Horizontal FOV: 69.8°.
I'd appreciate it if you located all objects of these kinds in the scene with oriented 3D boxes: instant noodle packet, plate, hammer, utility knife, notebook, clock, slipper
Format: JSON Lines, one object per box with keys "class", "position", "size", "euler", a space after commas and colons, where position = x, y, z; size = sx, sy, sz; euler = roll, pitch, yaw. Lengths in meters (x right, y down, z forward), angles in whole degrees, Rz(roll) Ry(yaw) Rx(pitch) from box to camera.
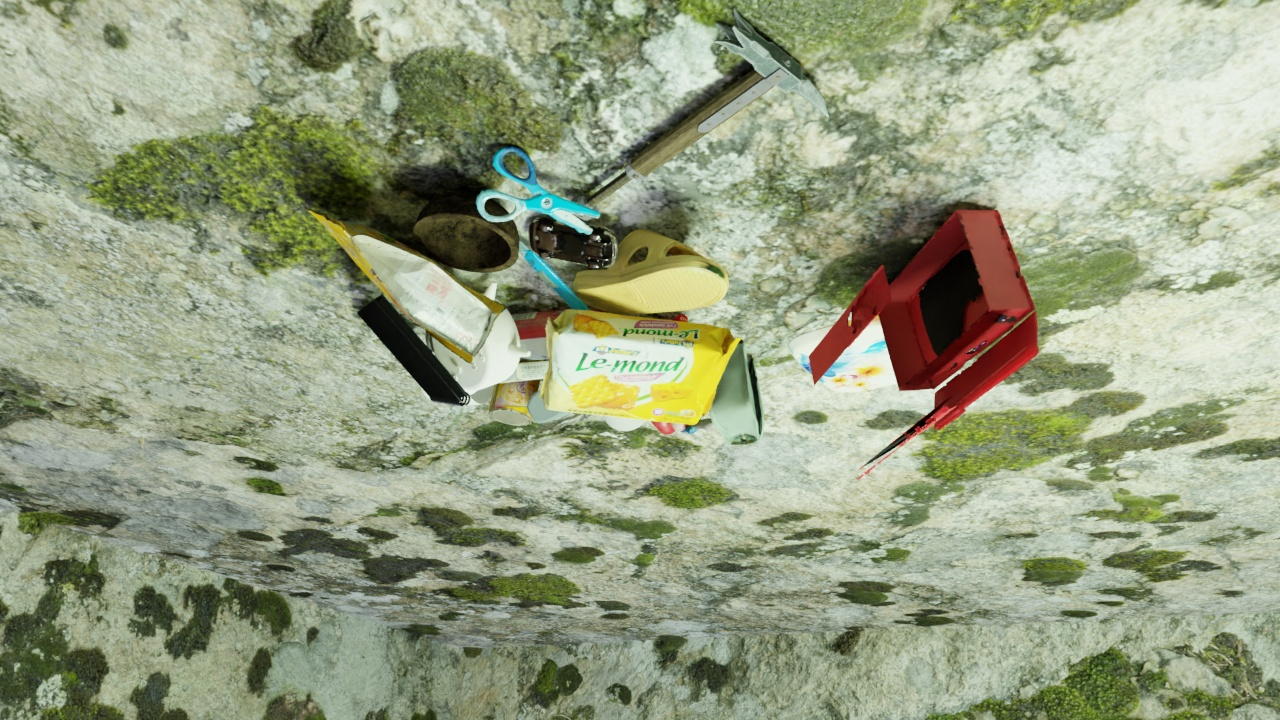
{"class": "instant noodle packet", "position": [-0.284, -0.106, 1.075], "size": [0.221, 0.084, 0.163], "euler": [40, 174, -36]}
{"class": "plate", "position": [0.321, -0.003, 1.303], "size": [0.187, 0.016, 0.187], "euler": [-16, 146, 34]}
{"class": "hammer", "position": [0.034, -0.217, 0.934], "size": [0.147, 0.028, 0.318], "euler": [26, 146, -33]}
{"class": "utility knife", "position": [-0.116, -0.105, 1.139], "size": [0.031, 0.015, 0.209], "euler": [-5, 137, 45]}
{"class": "notebook", "position": [-0.303, -0.009, 1.212], "size": [0.169, 0.019, 0.232], "euler": [52, 162, -13]}
{"class": "clock", "position": [-0.229, -0.022, 1.227], "size": [0.072, 0.125, 0.161], "euler": [-23, 175, -46]}
{"class": "slipper", "position": [0.013, -0.108, 1.099], "size": [0.099, 0.078, 0.264], "euler": [27, 162, -33]}

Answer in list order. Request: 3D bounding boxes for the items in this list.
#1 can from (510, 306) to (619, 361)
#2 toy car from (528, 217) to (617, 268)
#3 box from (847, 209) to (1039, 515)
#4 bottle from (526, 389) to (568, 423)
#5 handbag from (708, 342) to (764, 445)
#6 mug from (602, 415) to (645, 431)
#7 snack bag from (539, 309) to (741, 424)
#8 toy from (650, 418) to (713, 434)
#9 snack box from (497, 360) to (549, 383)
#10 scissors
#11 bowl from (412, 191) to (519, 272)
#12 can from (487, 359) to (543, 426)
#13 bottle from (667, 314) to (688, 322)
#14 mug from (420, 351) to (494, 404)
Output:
{"class": "can", "position": [-0.113, -0.037, 1.257], "size": [0.170, 0.067, 0.067], "euler": [-5, 151, 17]}
{"class": "toy car", "position": [-0.079, -0.140, 1.077], "size": [0.113, 0.040, 0.048], "euler": [13, 120, 16]}
{"class": "box", "position": [0.339, 0.010, 1.015], "size": [0.124, 0.314, 0.211], "euler": [20, 152, -4]}
{"class": "bottle", "position": [-0.118, 0.057, 1.368], "size": [0.072, 0.046, 0.161], "euler": [-35, 177, 6]}
{"class": "handbag", "position": [0.137, 0.045, 1.310], "size": [0.067, 0.121, 0.106], "euler": [-13, 145, 13]}
{"class": "mug", "position": [-0.044, 0.046, 1.406], "size": [0.112, 0.078, 0.097], "euler": [25, 160, 24]}
{"class": "snack bag", "position": [-0.007, 0.007, 1.192], "size": [0.247, 0.068, 0.160], "euler": [6, 138, -9]}
{"class": "toy", "position": [0.056, 0.050, 1.332], "size": [0.096, 0.124, 0.132], "euler": [21, 145, -37]}
{"class": "snack box", "position": [-0.135, 0.014, 1.319], "size": [0.149, 0.026, 0.082], "euler": [-5, 178, -40]}
{"class": "scissors", "position": [-0.102, -0.182, 0.992], "size": [0.141, 0.090, 0.014], "euler": [12, -164, -12]}
{"class": "bowl", "position": [-0.195, -0.156, 1.054], "size": [0.121, 0.056, 0.121], "euler": [7, 155, 3]}
{"class": "can", "position": [-0.185, 0.041, 1.371], "size": [0.067, 0.104, 0.068], "euler": [7, 154, 3]}
{"class": "bottle", "position": [0.024, -0.034, 1.271], "size": [0.036, 0.036, 0.119], "euler": [22, 147, -29]}
{"class": "mug", "position": [-0.283, 0.013, 1.383], "size": [0.088, 0.080, 0.114], "euler": [-1, 121, 24]}
